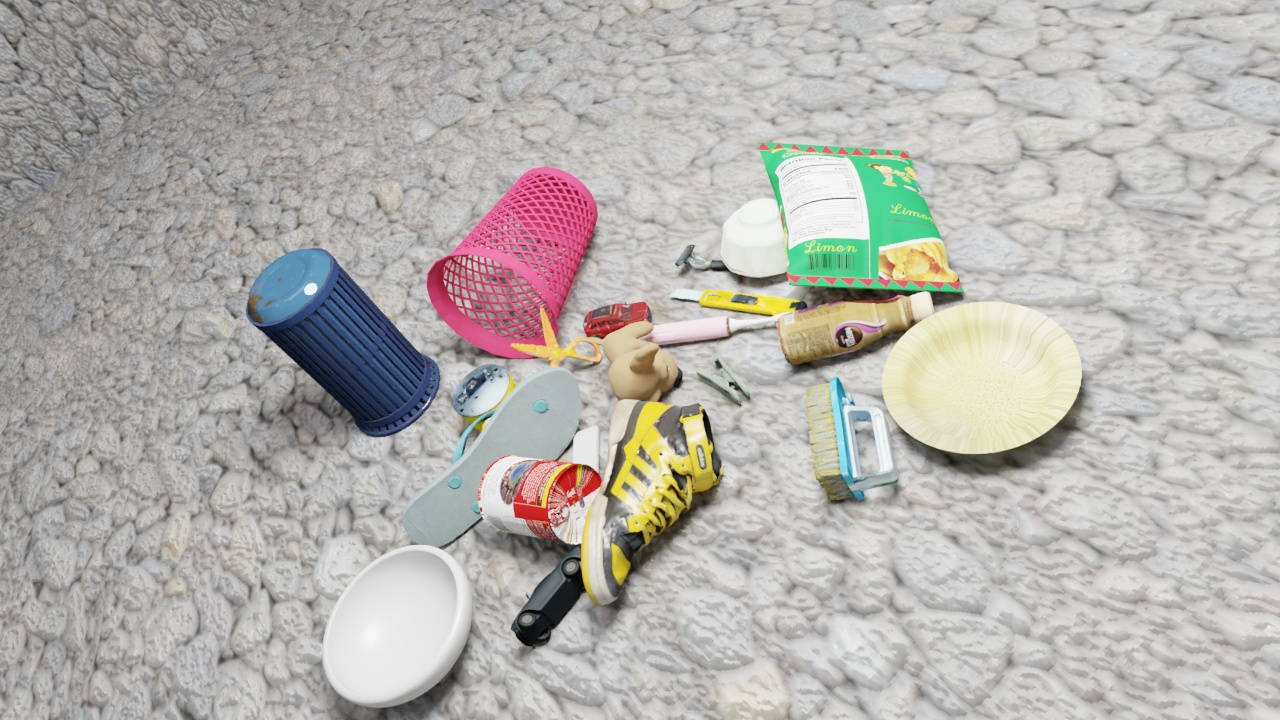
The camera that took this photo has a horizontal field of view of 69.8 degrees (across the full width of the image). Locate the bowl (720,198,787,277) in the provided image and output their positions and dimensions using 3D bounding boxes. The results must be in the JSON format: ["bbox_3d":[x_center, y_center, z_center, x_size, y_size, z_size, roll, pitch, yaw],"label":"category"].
[{"bbox_3d":[0.153,-0.162,1.143,0.117,0.061,0.117,-10,41,9],"label":"bowl"}]

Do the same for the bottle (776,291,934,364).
[{"bbox_3d":[0.238,-0.041,1.013,0.166,0.060,0.059,-14,48,17],"label":"bottle"}]

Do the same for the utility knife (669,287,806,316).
[{"bbox_3d":[0.118,-0.072,1.139,0.191,0.018,0.030,8,48,37],"label":"utility knife"}]

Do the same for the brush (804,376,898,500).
[{"bbox_3d":[0.213,0.071,0.934,0.075,0.055,0.135,-18,46,21],"label":"brush"}]

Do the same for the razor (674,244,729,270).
[{"bbox_3d":[0.116,-0.125,1.179,0.144,0.022,0.042,9,47,28],"label":"razor"}]

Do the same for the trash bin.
[{"bbox_3d":[-0.390,-0.026,1.208,0.139,0.249,0.139,-15,47,17],"label":"trash bin"}]

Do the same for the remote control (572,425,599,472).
[{"bbox_3d":[-0.063,0.134,1.061,0.033,0.012,0.130,-22,45,22],"label":"remote control"}]

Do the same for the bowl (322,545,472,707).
[{"bbox_3d":[-0.251,0.293,0.993,0.177,0.066,0.176,-15,47,17],"label":"bowl"}]

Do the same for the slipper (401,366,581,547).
[{"bbox_3d":[-0.171,0.116,1.097,0.268,0.098,0.055,-46,22,-2],"label":"slipper"}]

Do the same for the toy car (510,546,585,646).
[{"bbox_3d":[-0.091,0.246,0.960,0.034,0.046,0.112,26,67,39],"label":"toy car"}]

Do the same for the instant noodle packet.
[{"bbox_3d":[0.249,-0.173,1.072,0.195,0.090,0.252,2,49,-7],"label":"instant noodle packet"}]

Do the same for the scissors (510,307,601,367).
[{"bbox_3d":[-0.106,0.000,1.146,0.011,0.125,0.128,-1,79,60],"label":"scissors"}]

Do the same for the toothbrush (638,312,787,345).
[{"bbox_3d":[0.079,-0.038,1.121,0.223,0.026,0.027,-6,31,24],"label":"toothbrush"}]

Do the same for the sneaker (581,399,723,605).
[{"bbox_3d":[0.019,0.143,0.959,0.122,0.086,0.238,-5,53,22],"label":"sneaker"}]

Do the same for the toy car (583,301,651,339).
[{"bbox_3d":[-0.030,-0.053,1.189,0.091,0.036,0.042,-9,48,15],"label":"toy car"}]

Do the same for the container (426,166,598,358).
[{"bbox_3d":[-0.155,-0.147,1.251,0.183,0.183,0.225,0,46,28],"label":"container"}]

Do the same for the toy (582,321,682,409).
[{"bbox_3d":[-0.006,0.006,1.089,0.105,0.134,0.108,2,37,-25],"label":"toy"}]

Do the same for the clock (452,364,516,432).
[{"bbox_3d":[-0.184,0.055,1.164,0.119,0.057,0.083,28,69,42],"label":"clock"}]

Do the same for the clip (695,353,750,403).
[{"bbox_3d":[0.092,0.027,1.062,0.050,0.023,0.078,-31,43,5],"label":"clip"}]

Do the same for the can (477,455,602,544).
[{"bbox_3d":[-0.109,0.151,1.007,0.117,0.086,0.086,0,53,41],"label":"can"}]

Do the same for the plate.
[{"bbox_3d":[0.339,0.024,0.919,0.185,0.036,0.184,-15,47,17],"label":"plate"}]
